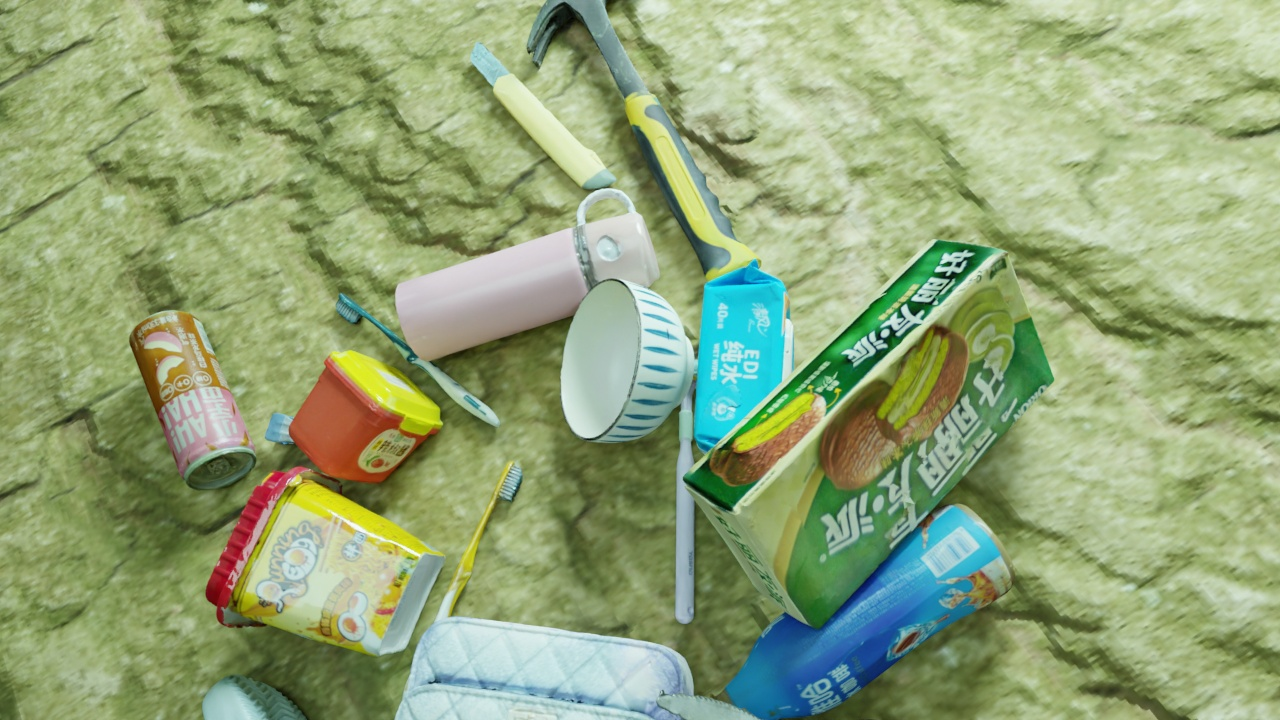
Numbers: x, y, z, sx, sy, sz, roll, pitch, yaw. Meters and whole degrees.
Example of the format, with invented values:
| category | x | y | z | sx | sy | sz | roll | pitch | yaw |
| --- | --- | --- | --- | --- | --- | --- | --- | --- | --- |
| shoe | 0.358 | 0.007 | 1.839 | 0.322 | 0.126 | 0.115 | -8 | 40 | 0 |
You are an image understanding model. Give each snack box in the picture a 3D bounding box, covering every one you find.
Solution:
| category | x | y | z | sx | sy | sz | roll | pitch | yaw |
| --- | --- | --- | --- | --- | --- | --- | --- | --- | --- |
| snack box | -0.210 | 0.045 | 0.694 | 0.082 | 0.091 | 0.080 | 40 | 91 | 21 |
| snack box | 0.149 | 0.041 | 0.576 | 0.239 | 0.114 | 0.063 | -41 | 30 | -14 |

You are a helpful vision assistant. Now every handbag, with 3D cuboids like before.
| category | x | y | z | sx | sy | sz | roll | pitch | yaw |
| --- | --- | --- | --- | --- | --- | --- | --- | --- | --- |
| handbag | -0.065 | 0.244 | 0.602 | 0.194 | 0.075 | 0.134 | 2 | 71 | 14 |

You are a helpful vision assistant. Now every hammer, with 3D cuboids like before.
| category | x | y | z | sx | sy | sz | roll | pitch | yaw |
| --- | --- | --- | --- | --- | --- | --- | --- | --- | --- |
| hammer | 0.005 | -0.196 | 0.754 | 0.126 | 0.032 | 0.323 | -26 | 69 | 3 |

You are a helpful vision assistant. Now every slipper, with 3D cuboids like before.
| category | x | y | z | sx | sy | sz | roll | pitch | yaw |
| --- | --- | --- | --- | --- | --- | --- | --- | --- | --- |
| slipper | -0.232 | 0.320 | 0.604 | 0.074 | 0.104 | 0.245 | -39 | 64 | -5 |

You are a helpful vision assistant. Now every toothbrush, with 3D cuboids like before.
| category | x | y | z | sx | sy | sz | roll | pitch | yaw |
| --- | --- | --- | --- | --- | --- | --- | --- | --- | --- |
| toothbrush | 0.035 | 0.091 | 0.660 | 0.021 | 0.029 | 0.189 | -18 | 65 | 50 |
| toothbrush | -0.130 | 0.164 | 0.676 | 0.018 | 0.016 | 0.191 | 20 | 77 | 11 |
| toothbrush | -0.183 | 0.000 | 0.741 | 0.191 | 0.016 | 0.018 | 36 | 93 | 21 |

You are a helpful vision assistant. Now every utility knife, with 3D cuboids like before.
| category | x | y | z | sx | sy | sz | roll | pitch | yaw |
| --- | --- | --- | --- | --- | --- | --- | --- | --- | --- |
| utility knife | -0.091 | -0.211 | 0.786 | 0.031 | 0.021 | 0.198 | -39 | 75 | -7 |

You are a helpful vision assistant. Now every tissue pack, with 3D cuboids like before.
| category | x | y | z | sx | sy | sz | roll | pitch | yaw |
| --- | --- | --- | --- | --- | --- | --- | --- | --- | --- |
| tissue pack | 0.075 | 0.011 | 0.638 | 0.063 | 0.090 | 0.140 | 2 | 73 | 12 |

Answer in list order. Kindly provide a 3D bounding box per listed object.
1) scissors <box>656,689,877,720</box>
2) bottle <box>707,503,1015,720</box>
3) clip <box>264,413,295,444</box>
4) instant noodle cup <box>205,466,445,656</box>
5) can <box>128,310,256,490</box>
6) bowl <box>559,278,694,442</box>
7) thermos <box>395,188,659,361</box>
| category | x | y | z | sx | sy | sz | roll | pitch | yaw |
| --- | --- | --- | --- | --- | --- | --- | --- | --- | --- |
| scissors | 0.098 | 0.241 | 0.518 | 0.015 | 0.204 | 0.197 | -37 | 74 | 46 |
| bottle | 0.131 | 0.174 | 0.582 | 0.218 | 0.065 | 0.065 | -34 | 68 | -2 |
| clip | -0.272 | 0.060 | 0.739 | 0.058 | 0.041 | 0.026 | 14 | 73 | 12 |
| instant noodle cup | -0.217 | 0.150 | 0.654 | 0.124 | 0.116 | 0.116 | 21 | 77 | 6 |
| can | -0.366 | 0.030 | 0.749 | 0.058 | 0.058 | 0.147 | -33 | 68 | 0 |
| bowl | -0.004 | 0.004 | 0.660 | 0.066 | 0.117 | 0.116 | 10 | 69 | -30 |
| thermos | -0.088 | -0.068 | 0.712 | 0.199 | 0.067 | 0.087 | -18 | 80 | 8 |
